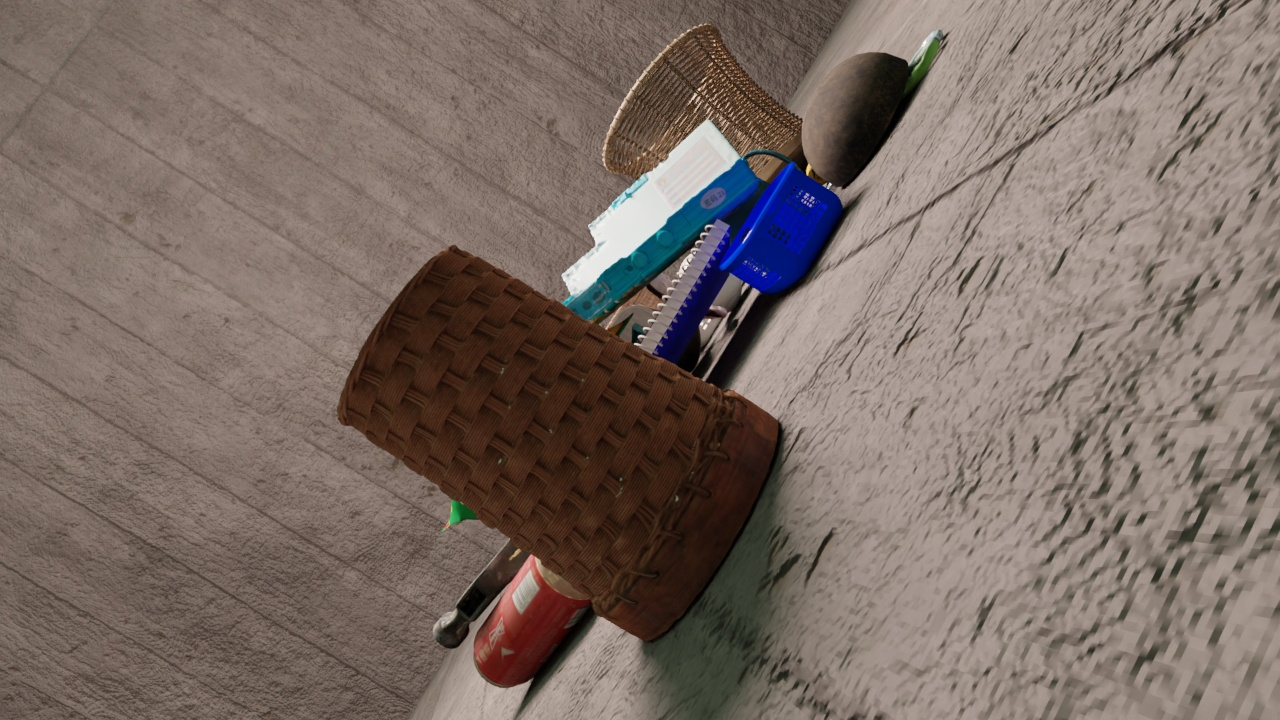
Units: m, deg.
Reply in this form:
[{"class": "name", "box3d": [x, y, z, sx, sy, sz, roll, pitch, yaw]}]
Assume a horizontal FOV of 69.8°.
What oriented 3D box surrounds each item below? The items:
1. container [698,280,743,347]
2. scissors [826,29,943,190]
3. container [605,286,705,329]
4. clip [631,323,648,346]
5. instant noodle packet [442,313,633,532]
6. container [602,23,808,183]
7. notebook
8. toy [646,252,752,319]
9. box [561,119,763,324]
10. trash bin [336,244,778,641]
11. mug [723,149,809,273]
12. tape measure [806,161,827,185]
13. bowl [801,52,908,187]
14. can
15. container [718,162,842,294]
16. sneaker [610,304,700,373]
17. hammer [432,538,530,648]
[{"class": "container", "box3d": [0.081, -0.071, 1.160, 0.129, 0.049, 0.081, -58, 3, -8]}, {"class": "scissors", "box3d": [0.213, -0.216, 0.824, 0.176, 0.033, 0.072, -61, 3, 36]}, {"class": "container", "box3d": [-0.004, 0.000, 1.238, 0.198, 0.114, 0.113, -58, -1, -19]}, {"class": "clip", "box3d": [0.005, -0.012, 0.915, 0.113, 0.028, 0.127, -56, -12, -8]}, {"class": "instant noodle packet", "box3d": [-0.109, 0.069, 0.931, 0.253, 0.090, 0.195, -38, 16, 53]}, {"class": "container", "box3d": [0.098, -0.277, 1.185, 0.226, 0.196, 0.227, -47, -10, -11]}, {"class": "notebook", "box3d": [0.025, -0.019, 0.869, 0.209, 0.022, 0.171, -59, -10, -6]}, {"class": "toy", "box3d": [0.093, -0.112, 1.062, 0.204, 0.131, 0.106, -46, -24, -25]}, {"class": "box", "box3d": [0.014, -0.125, 0.907, 0.227, 0.074, 0.180, -39, 24, 13]}, {"class": "trash bin", "box3d": [-0.049, 0.042, 0.530, 0.151, 0.210, 0.151, -58, 2, 3]}, {"class": "mug", "box3d": [0.119, -0.164, 0.953, 0.112, 0.104, 0.084, -57, 3, 23]}, {"class": "tape measure", "box3d": [0.194, -0.212, 0.939, 0.059, 0.030, 0.068, -59, 2, 35]}, {"class": "bowl", "box3d": [0.178, -0.221, 0.812, 0.121, 0.056, 0.121, -157, 92, -82]}, {"class": "can", "box3d": [-0.090, 0.219, 0.797, 0.171, 0.067, 0.067, -56, 3, 34]}, {"class": "container", "box3d": [0.119, -0.105, 0.776, 0.096, 0.058, 0.114, -58, 3, -7]}, {"class": "sneaker", "box3d": [-0.019, 0.037, 1.072, 0.119, 0.095, 0.235, -7, -51, -61]}, {"class": "hammer", "box3d": [-0.086, 0.169, 0.949, 0.132, 0.033, 0.329, -53, -8, 26]}]
